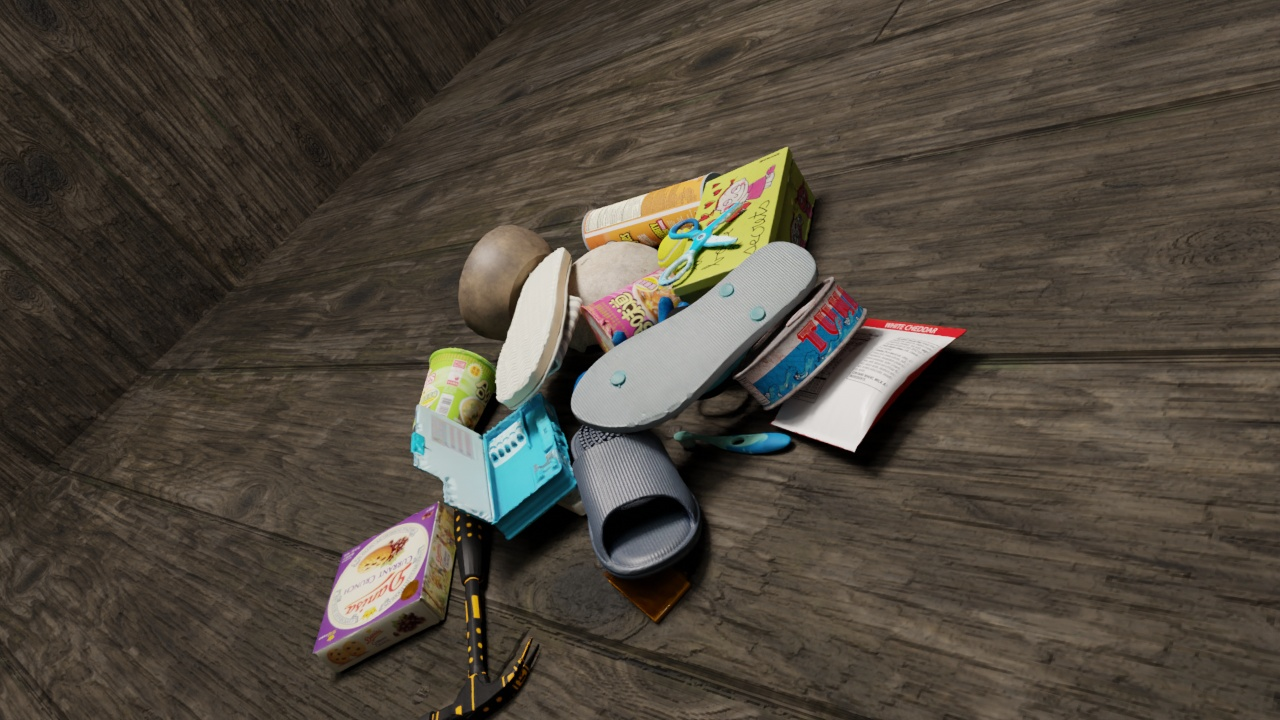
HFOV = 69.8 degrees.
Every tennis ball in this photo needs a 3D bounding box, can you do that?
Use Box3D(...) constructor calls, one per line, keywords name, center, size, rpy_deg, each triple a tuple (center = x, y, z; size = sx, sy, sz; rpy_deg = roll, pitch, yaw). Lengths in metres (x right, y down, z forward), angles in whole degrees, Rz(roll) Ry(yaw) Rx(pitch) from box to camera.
Box3D(name="tennis ball", center=(0.054, -0.130, 1.140), size=(0.065, 0.065, 0.065), rpy_deg=(-27, 31, 18))

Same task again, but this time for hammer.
Box3D(name="hammer", center=(-0.166, 0.221, 0.918), size=(0.123, 0.036, 0.320), rpy_deg=(-32, 32, 8))

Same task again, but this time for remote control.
Box3D(name="remote control", center=(-0.080, 0.133, 0.963), size=(0.038, 0.018, 0.126), rpy_deg=(-49, 29, -20))

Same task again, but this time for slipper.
Box3D(name="slipper", center=(-0.118, -0.043, 1.112), size=(0.115, 0.054, 0.272), rpy_deg=(-42, 27, 33))
Box3D(name="slipper", center=(-0.015, 0.098, 0.856), size=(0.101, 0.082, 0.263), rpy_deg=(-18, 26, -6))
Box3D(name="slipper", center=(0.060, -0.009, 0.863), size=(0.268, 0.055, 0.098), rpy_deg=(-36, 50, -5))

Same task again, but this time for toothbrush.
Box3D(name="toothbrush", center=(0.086, 0.077, 0.865), size=(0.135, 0.017, 0.022), rpy_deg=(-2, 44, 43))

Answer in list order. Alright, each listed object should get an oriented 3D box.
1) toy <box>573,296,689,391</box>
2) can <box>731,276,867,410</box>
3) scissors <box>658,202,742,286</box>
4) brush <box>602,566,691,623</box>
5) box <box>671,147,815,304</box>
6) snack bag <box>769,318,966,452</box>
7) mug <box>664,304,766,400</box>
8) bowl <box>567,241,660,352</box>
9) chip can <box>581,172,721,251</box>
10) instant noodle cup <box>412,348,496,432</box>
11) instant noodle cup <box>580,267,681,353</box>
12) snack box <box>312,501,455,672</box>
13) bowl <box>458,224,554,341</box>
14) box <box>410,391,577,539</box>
Box3D(name="toy", center=(-0.006, 0.006, 0.984), size=(0.113, 0.071, 0.175), rpy_deg=(13, 50, 41))
Box3D(name="can", center=(0.145, -0.015, 0.840), size=(0.130, 0.044, 0.130), rpy_deg=(-46, 1, 1))
Box3D(name="scissors", center=(0.061, -0.135, 1.037), size=(0.134, 0.011, 0.140), rpy_deg=(-45, 28, -5))
Box3D(name="brush", center=(-0.007, 0.184, 0.809), size=(0.048, 0.017, 0.126), rpy_deg=(-45, 30, -14))
Box3D(name="box", center=(0.124, -0.140, 1.064), size=(0.125, 0.083, 0.220), rpy_deg=(-16, 34, 34))
Box3D(name="snack bag", center=(0.193, 0.014, 0.805), size=(0.144, 0.039, 0.131), rpy_deg=(-45, 21, -12))
Box3D(name="mug", center=(0.074, -0.009, 0.938), size=(0.088, 0.078, 0.113), rpy_deg=(-8, 49, 41))
Box3D(name="bowl", center=(-0.047, -0.100, 1.196), size=(0.179, 0.081, 0.178), rpy_deg=(-26, 30, 16))
Box3D(name="chip can", center=(0.022, -0.194, 1.257), size=(0.216, 0.075, 0.075), rpy_deg=(-9, 40, 41))
Box3D(name="instant noodle cup", center=(-0.243, 0.055, 1.181), size=(0.099, 0.099, 0.107), rpy_deg=(-15, 44, 34))
Box3D(name="instant noodle cup", center=(0.001, -0.051, 1.068), size=(0.108, 0.098, 0.098), rpy_deg=(-34, 28, -10))
Box3D(name="snack box", center=(-0.270, 0.242, 0.990), size=(0.144, 0.040, 0.147), rpy_deg=(-29, 30, 15))
Box3D(name="bowl", center=(-0.169, -0.101, 1.264), size=(0.070, 0.162, 0.161), rpy_deg=(22, 60, 28))
Box3D(name="box", center=(-0.160, 0.110, 0.994), size=(0.169, 0.086, 0.227), rpy_deg=(-6, 19, -10))
